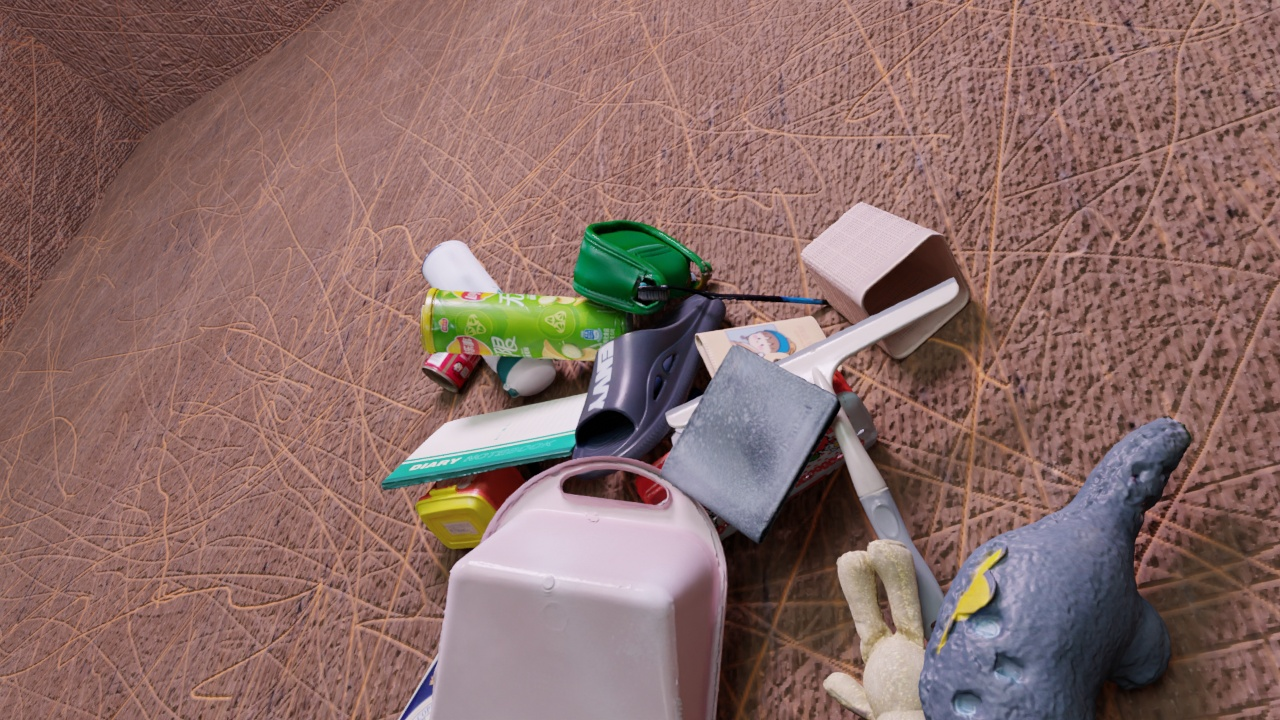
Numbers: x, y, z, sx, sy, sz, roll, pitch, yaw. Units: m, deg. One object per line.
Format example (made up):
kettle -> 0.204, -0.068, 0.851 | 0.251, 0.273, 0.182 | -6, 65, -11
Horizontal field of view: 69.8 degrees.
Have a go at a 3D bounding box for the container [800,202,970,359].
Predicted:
container -> 0.212, -0.076, 0.814 | 0.090, 0.090, 0.111 | -41, 36, 0

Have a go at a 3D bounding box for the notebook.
notebook -> -0.143, 0.080, 0.941 | 0.209, 0.012, 0.150 | -12, 17, 19

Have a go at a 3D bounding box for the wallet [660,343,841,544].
wallet -> 0.080, 0.059, 0.680 | 0.097, 0.019, 0.121 | 31, 95, 31

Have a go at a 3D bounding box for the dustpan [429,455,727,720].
dustpan -> -0.038, 0.219, 0.693 | 0.223, 0.138, 0.273 | 7, 98, 16

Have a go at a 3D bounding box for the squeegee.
squeegee -> 0.163, 0.089, 0.656 | 0.247, 0.039, 0.246 | -26, 67, 11

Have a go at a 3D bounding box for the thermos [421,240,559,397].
thermos -> -0.175, -0.050, 1.076 | 0.073, 0.073, 0.224 | -41, 60, 0

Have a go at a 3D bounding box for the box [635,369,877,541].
box -> 0.094, 0.087, 0.750 | 0.201, 0.094, 0.091 | -34, 1, 9

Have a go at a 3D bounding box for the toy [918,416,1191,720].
toy -> 0.235, 0.179, 0.526 | 0.138, 0.091, 0.355 | 21, 69, 7

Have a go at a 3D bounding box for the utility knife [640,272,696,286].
utility knife -> -0.008, -0.074, 1.052 | 0.161, 0.013, 0.029 | -15, 49, 25

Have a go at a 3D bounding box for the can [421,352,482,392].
can -> -0.213, -0.028, 1.144 | 0.053, 0.053, 0.132 | 10, 61, 44

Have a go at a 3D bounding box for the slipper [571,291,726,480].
slipper -> -0.005, 0.005, 0.869 | 0.111, 0.083, 0.267 | -26, 22, 43

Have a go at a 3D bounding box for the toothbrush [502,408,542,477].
toothbrush -> -0.117, 0.105, 0.970 | 0.014, 0.017, 0.189 | -37, 40, 0

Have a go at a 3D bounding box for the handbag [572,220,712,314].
handbag -> 0.001, -0.098, 0.968 | 0.120, 0.131, 0.068 | 23, 112, 21

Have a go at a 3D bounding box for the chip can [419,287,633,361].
chip can -> -0.118, -0.036, 0.981 | 0.221, 0.073, 0.072 | 3, 48, -1

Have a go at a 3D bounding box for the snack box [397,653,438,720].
snack box -> -0.146, 0.349, 0.740 | 0.183, 0.046, 0.177 | 9, 59, 43

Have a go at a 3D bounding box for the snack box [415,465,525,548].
snack box -> -0.168, 0.139, 0.932 | 0.091, 0.082, 0.079 | -12, 37, 30

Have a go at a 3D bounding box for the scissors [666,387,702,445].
scissors -> 0.040, 0.051, 0.828 | 0.128, 0.012, 0.174 | -43, 7, -27

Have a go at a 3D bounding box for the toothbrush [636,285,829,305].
toothbrush -> 0.090, -0.060, 0.886 | 0.189, 0.014, 0.016 | 4, 93, 2

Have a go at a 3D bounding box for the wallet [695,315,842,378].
wallet -> 0.117, -0.003, 0.834 | 0.115, 0.024, 0.087 | -8, 40, -12

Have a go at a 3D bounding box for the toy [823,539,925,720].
toy -> 0.164, 0.195, 0.592 | 0.105, 0.066, 0.157 | -15, 66, 20
